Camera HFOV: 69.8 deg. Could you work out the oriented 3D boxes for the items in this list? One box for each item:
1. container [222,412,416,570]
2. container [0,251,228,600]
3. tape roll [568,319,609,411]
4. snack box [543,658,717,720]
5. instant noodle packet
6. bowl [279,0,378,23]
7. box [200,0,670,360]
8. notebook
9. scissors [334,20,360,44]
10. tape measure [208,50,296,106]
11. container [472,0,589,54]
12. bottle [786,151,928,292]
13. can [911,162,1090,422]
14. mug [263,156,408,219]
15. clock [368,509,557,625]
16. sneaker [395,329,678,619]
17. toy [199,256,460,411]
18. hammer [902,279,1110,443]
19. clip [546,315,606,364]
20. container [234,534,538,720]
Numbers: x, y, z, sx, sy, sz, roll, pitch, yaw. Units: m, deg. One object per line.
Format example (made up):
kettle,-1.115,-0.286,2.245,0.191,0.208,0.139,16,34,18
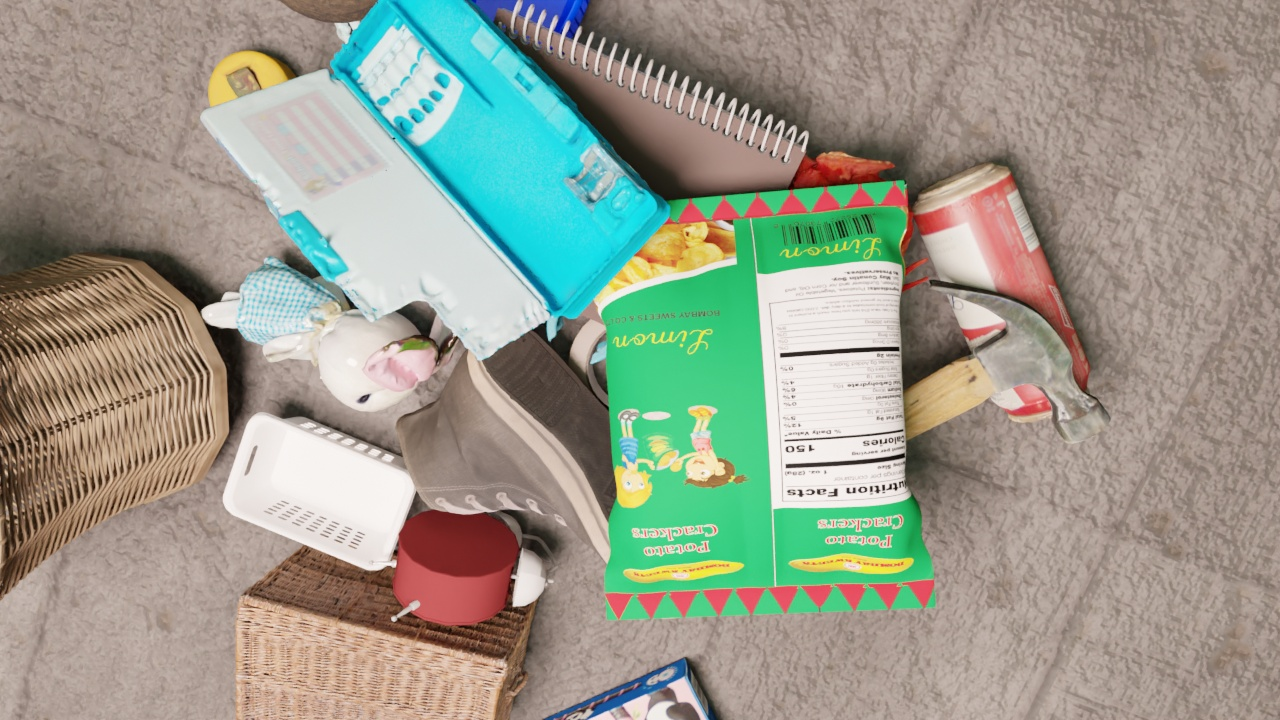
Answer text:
container,-0.230,0.092,0.680,0.129,0.049,0.081,22,100,0
container,-0.409,0.038,0.587,0.227,0.195,0.227,5,106,17
tape roll,-0.004,0.004,0.661,0.094,0.030,0.094,1,99,3
snack box,-0.014,0.303,0.709,0.154,0.033,0.088,-26,97,7
instant noodle packet,0.068,0.026,0.552,0.196,0.090,0.252,-4,89,6
bowl,-0.208,-0.291,0.603,0.121,0.056,0.121,-1,99,-5
box,-0.118,-0.109,0.542,0.180,0.074,0.227,-40,76,-7
notebook,-0.021,-0.112,0.600,0.209,0.022,0.172,25,112,-1
scissors,-0.224,-0.294,0.636,0.072,0.033,0.175,-23,101,4
tape measure,-0.272,-0.188,0.648,0.068,0.030,0.059,-25,99,6
container,-0.077,-0.258,0.610,0.096,0.058,0.114,23,100,0
bottle,0.137,-0.081,0.606,0.099,0.099,0.111,13,100,1
can,0.244,-0.045,0.620,0.067,0.067,0.170,-25,97,7
mug,-0.212,-0.129,0.616,0.084,0.104,0.112,-36,96,8
clock,-0.121,0.144,0.650,0.124,0.087,0.044,0,115,-31
sneaker,-0.063,0.096,0.637,0.235,0.095,0.120,47,123,-9
toy,-0.217,-0.010,0.646,0.205,0.130,0.106,7,120,14
hammer,0.128,0.064,0.629,0.331,0.033,0.132,-32,92,21
clip,-0.030,-0.062,0.597,0.113,0.028,0.127,23,114,2
container,-0.181,0.217,0.666,0.198,0.113,0.113,12,103,3
